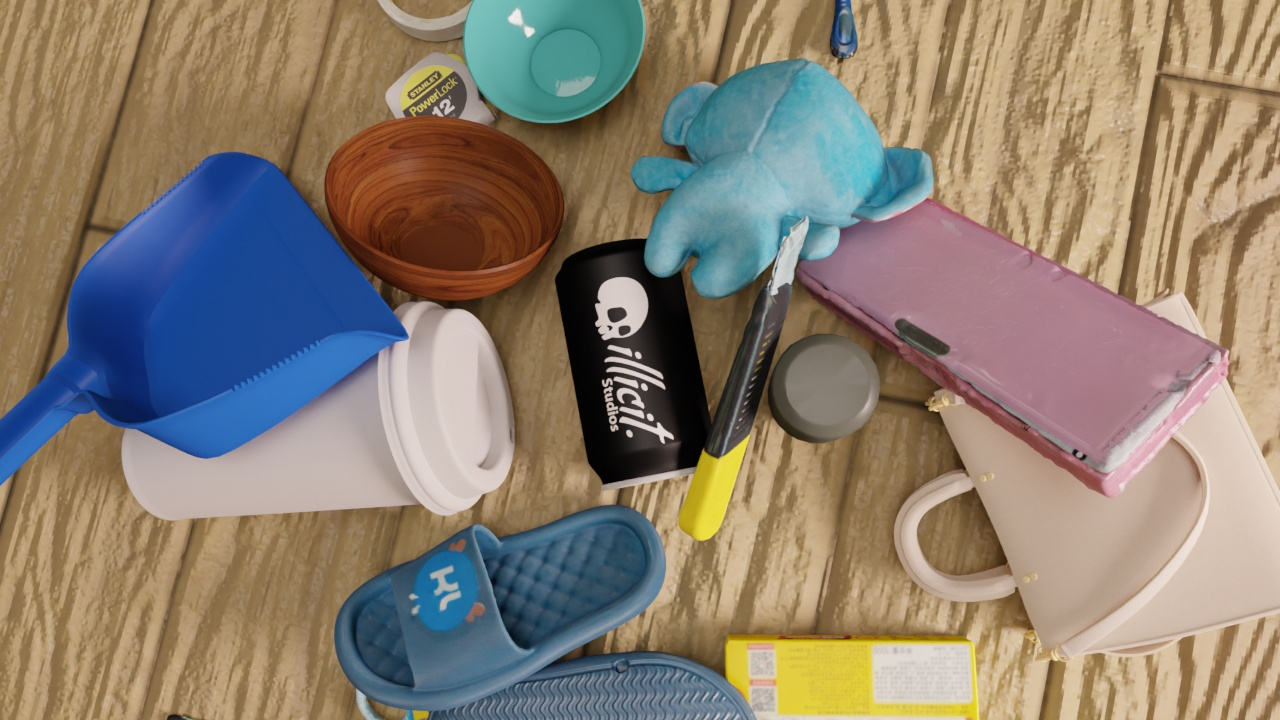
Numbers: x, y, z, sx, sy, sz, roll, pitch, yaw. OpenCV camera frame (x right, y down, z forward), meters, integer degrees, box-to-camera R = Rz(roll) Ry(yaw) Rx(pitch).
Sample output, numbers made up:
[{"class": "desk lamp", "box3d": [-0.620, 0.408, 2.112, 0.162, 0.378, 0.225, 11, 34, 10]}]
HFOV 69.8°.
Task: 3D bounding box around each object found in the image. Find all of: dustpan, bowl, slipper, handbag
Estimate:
[{"class": "dustpan", "box3d": [-0.293, 0.002, 0.546, 0.257, 0.059, 0.245, -45, 51, -2]}, {"class": "bowl", "box3d": [-0.055, -0.212, 0.624, 0.121, 0.046, 0.121, -1, 83, 6]}, {"class": "slipper", "box3d": [-0.087, 0.148, 0.567, 0.213, 0.059, 0.103, -18, 54, -2]}, {"class": "handbag", "box3d": [0.246, 0.079, 0.542, 0.198, 0.101, 0.194, -23, 81, 16]}, {"class": "slipper", "box3d": [-0.030, 0.232, 0.566, 0.214, 0.059, 0.103, -2, 74, 12]}, {"class": "bowl", "box3d": [-0.128, -0.086, 0.598, 0.147, 0.069, 0.147, 9, 49, -10]}]

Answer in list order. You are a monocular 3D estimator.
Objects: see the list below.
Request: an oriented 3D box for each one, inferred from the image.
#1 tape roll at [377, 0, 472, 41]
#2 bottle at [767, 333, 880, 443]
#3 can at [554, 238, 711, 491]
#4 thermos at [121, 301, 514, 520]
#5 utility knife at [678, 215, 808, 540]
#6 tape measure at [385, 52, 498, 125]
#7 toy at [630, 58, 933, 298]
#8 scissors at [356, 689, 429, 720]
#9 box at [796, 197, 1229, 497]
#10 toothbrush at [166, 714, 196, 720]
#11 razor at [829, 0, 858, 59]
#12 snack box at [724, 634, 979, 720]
[{"class": "tape roll", "box3d": [-0.144, -0.277, 0.656, 0.094, 0.019, 0.094, -1, 83, 6]}, {"class": "bottle", "box3d": [0.106, 0.019, 0.548, 0.060, 0.108, 0.060, -1, 83, 6]}, {"class": "can", "box3d": [-0.003, 0.003, 0.576, 0.080, 0.080, 0.146, -12, 82, 5]}, {"class": "thermos", "box3d": [-0.204, 0.044, 0.580, 0.222, 0.131, 0.131, -11, 82, 13]}, {"class": "utility knife", "box3d": [0.060, 0.013, 0.520, 0.020, 0.028, 0.198, 29, 110, 34]}, {"class": "tape measure", "box3d": [-0.140, -0.179, 0.645, 0.064, 0.017, 0.065, -37, 81, 1]}, {"class": "toy", "box3d": [0.075, -0.101, 0.568, 0.183, 0.115, 0.180, 26, 66, 21]}, {"class": "scissors", "box3d": [-0.132, 0.229, 0.599, 0.125, 0.016, 0.125, -9, 84, 5]}, {"class": "box", "box3d": [0.194, -0.027, 0.521, 0.098, 0.041, 0.233, -47, 47, 2]}, {"class": "toothbrush", "box3d": [-0.231, 0.261, 0.606, 0.188, 0.017, 0.014, 11, 86, 9]}, {"class": "razor", "box3d": [0.137, -0.272, 0.624, 0.044, 0.018, 0.141, 1, 87, 6]}, {"class": "snack box", "box3d": [0.128, 0.209, 0.566, 0.152, 0.025, 0.075, -1, 83, 6]}]
